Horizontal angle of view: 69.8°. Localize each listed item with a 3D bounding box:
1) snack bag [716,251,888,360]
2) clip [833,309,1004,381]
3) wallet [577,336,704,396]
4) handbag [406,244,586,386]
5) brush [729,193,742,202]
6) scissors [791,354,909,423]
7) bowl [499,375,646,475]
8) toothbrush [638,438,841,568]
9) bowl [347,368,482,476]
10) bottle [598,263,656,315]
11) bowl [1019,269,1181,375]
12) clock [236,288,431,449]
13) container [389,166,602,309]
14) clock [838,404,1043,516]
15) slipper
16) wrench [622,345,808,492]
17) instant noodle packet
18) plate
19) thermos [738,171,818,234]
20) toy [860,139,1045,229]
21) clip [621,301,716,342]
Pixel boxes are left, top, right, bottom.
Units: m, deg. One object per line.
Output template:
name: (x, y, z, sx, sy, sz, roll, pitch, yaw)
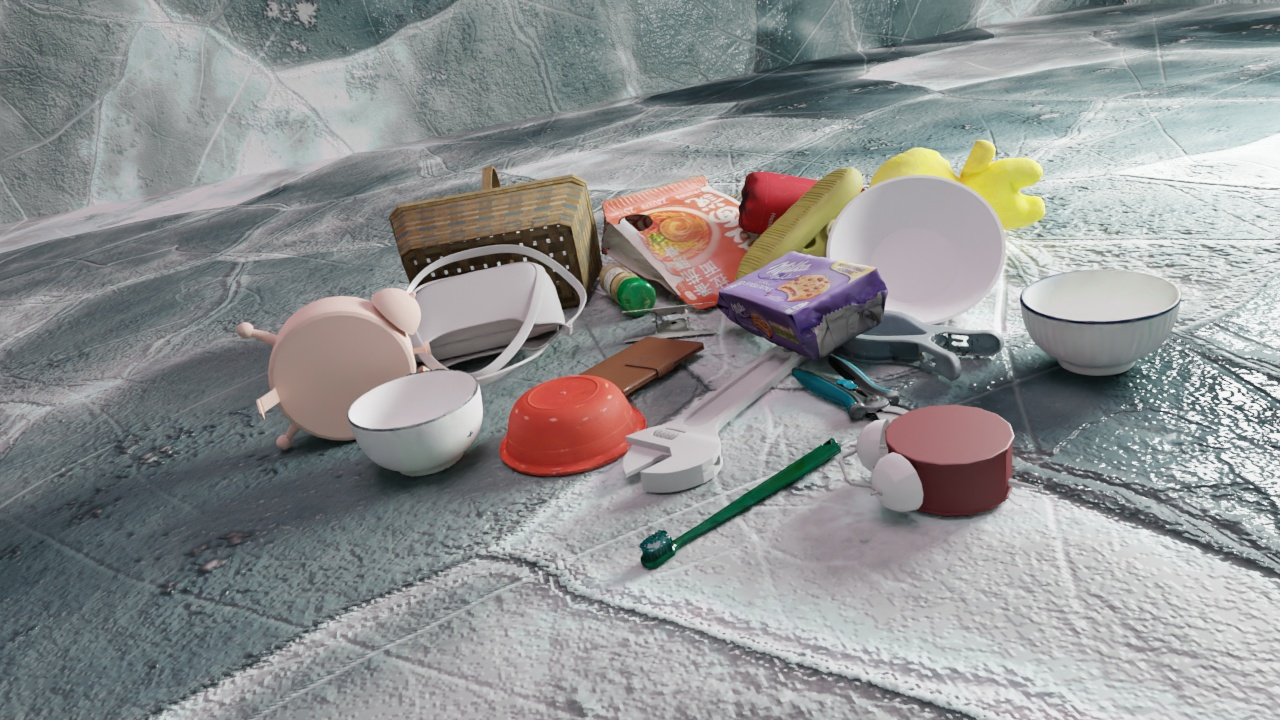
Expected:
snack bag: (0.151, -0.054, 0.879, 0.096, 0.058, 0.205, -29, 17, -8)
clip: (0.253, -0.024, 0.851, 0.106, 0.028, 0.163, -25, 27, -29)
wallet: (-0.005, 0.005, 0.909, 0.087, 0.013, 0.120, 7, 28, 45)
handbag: (-0.164, -0.039, 0.985, 0.216, 0.096, 0.222, -13, 28, -1)
brush: (0.133, -0.188, 1.252, 0.136, 0.055, 0.075, 13, 54, 43)
scissors: (0.178, 0.028, 0.774, 0.150, 0.019, 0.130, 2, 28, 24)
bowl: (-0.062, 0.047, 0.793, 0.130, 0.045, 0.130, -9, 23, 4)
toothbrush: (0.075, 0.097, 0.657, 0.189, 0.017, 0.016, -25, 27, -30)
bowl: (-0.190, 0.059, 0.797, 0.113, 0.063, 0.113, -8, 23, 3)
bottle: (-0.018, -0.086, 1.091, 0.043, 0.043, 0.111, -16, 23, -14)
bowl: (0.378, -0.027, 0.760, 0.118, 0.062, 0.118, -9, 23, 4)
clock: (-0.274, 0.010, 0.857, 0.160, 0.131, 0.086, -17, 24, -18)
container: (-0.179, -0.149, 1.165, 0.250, 0.158, 0.186, -10, 34, 1)
clock: (0.202, 0.069, 0.633, 0.124, 0.044, 0.087, -8, 23, 4)
slipper: (0.187, -0.130, 1.029, 0.190, 0.081, 0.091, -48, 19, -2)
wrench: (0.082, 0.039, 0.792, 0.087, 0.018, 0.272, 10, 29, 39)
instant noodle packet: (0.074, -0.133, 1.131, 0.164, 0.084, 0.221, -19, 43, -25)
plate: (0.283, -0.107, 0.947, 0.174, 0.036, 0.173, -6, 66, 14)
thermos: (0.240, -0.175, 1.102, 0.240, 0.073, 0.073, 8, 23, -4)
toy: (0.337, -0.172, 1.018, 0.208, 0.134, 0.092, -10, 17, 7)
clip: (0.033, -0.040, 0.989, 0.102, 0.054, 0.057, -5, 58, 11)
